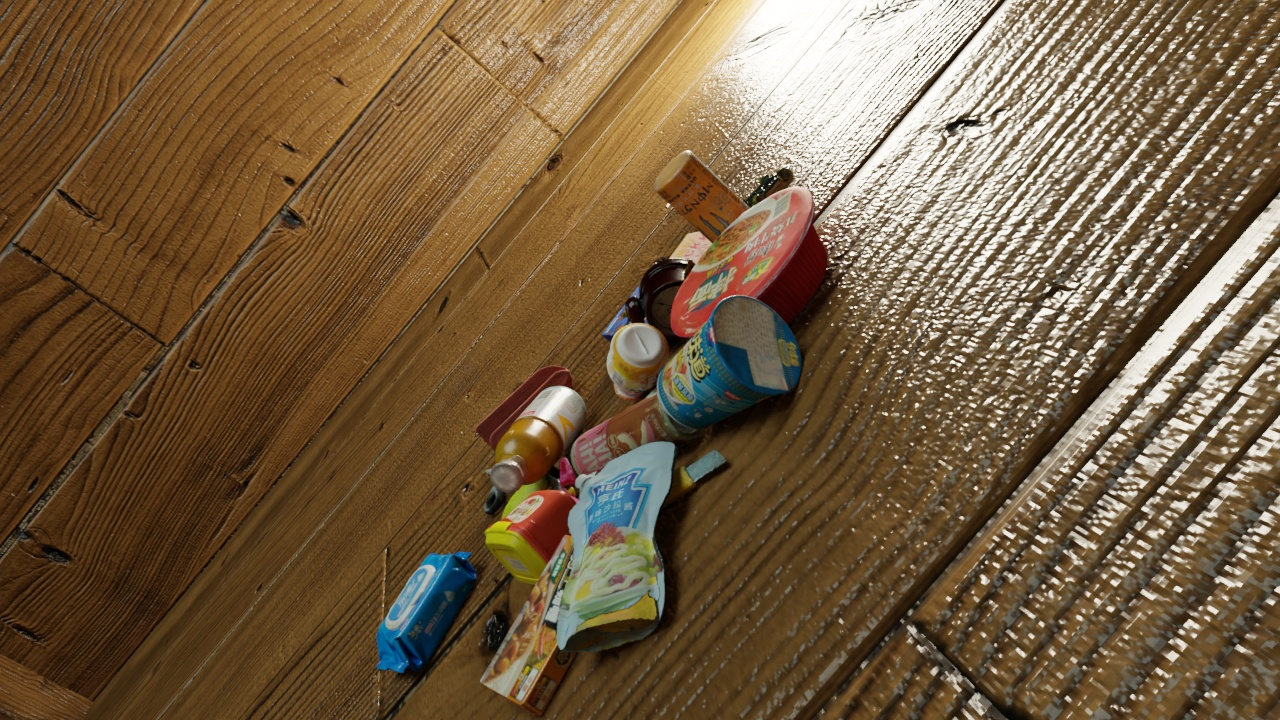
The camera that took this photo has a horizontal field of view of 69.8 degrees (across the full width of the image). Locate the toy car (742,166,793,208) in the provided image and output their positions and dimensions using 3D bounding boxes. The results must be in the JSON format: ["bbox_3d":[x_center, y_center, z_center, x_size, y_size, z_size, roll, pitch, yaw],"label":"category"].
[{"bbox_3d":[0.151,-0.196,1.099,0.090,0.035,0.042,-52,20,-21],"label":"toy car"}]

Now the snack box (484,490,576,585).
[{"bbox_3d":[-0.097,0.176,0.916,0.080,0.082,0.091,-45,16,-29],"label":"snack box"}]

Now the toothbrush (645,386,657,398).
[{"bbox_3d":[0.042,0.010,0.989,0.189,0.021,0.029,-52,-13,-8],"label":"toothbrush"}]

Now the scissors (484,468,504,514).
[{"bbox_3d":[-0.187,0.153,1.236,0.160,0.014,0.170,-35,23,38],"label":"scissors"}]

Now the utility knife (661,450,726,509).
[{"bbox_3d":[0.009,0.133,0.843,0.193,0.015,0.033,-38,43,31],"label":"utility knife"}]

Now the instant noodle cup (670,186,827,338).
[{"bbox_3d":[0.118,-0.082,0.921,0.194,0.066,0.193,-43,21,21],"label":"instant noodle cup"}]

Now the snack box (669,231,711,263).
[{"bbox_3d":[0.077,-0.125,1.145,0.084,0.026,0.157,-55,20,-12],"label":"snack box"}]

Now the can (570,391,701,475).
[{"bbox_3d":[-0.006,0.077,0.914,0.148,0.058,0.057,-32,27,42],"label":"can"}]

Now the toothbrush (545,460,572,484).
[{"bbox_3d":[-0.054,0.091,1.056,0.190,0.018,0.014,-39,16,24],"label":"toothbrush"}]

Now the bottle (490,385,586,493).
[{"bbox_3d":[-0.119,0.091,1.058,0.068,0.068,0.189,-40,6,26],"label":"bottle"}]

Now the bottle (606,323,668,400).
[{"bbox_3d":[-0.006,0.006,1.007,0.063,0.063,0.109,-61,-6,-28],"label":"bottle"}]

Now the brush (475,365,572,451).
[{"bbox_3d":[-0.147,0.064,1.225,0.145,0.063,0.069,-44,6,-11],"label":"brush"}]

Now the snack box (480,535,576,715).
[{"bbox_3d":[-0.078,0.233,0.820,0.075,0.026,0.153,0,52,52],"label":"snack box"}]

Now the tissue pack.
[{"bbox_3d":[-0.255,0.292,1.075,0.095,0.052,0.156,-18,37,57],"label":"tissue pack"}]

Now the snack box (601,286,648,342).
[{"bbox_3d":[0.011,-0.057,1.165,0.084,0.026,0.157,-54,20,-12],"label":"snack box"}]

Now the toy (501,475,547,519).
[{"bbox_3d":[-0.138,0.179,1.056,0.097,0.031,0.100,-50,20,7],"label":"toy"}]

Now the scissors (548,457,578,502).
[{"bbox_3d":[-0.088,0.130,1.003,0.017,0.077,0.138,-11,8,-16],"label":"scissors"}]

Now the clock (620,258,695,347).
[{"bbox_3d":[0.032,-0.061,1.048,0.122,0.082,0.055,-41,28,19],"label":"clock"}]

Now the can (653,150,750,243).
[{"bbox_3d":[0.084,-0.165,1.021,0.058,0.146,0.058,-43,21,21],"label":"can"}]

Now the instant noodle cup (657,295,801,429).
[{"bbox_3d":[0.072,0.009,0.827,0.110,0.099,0.099,-40,21,47],"label":"instant noodle cup"}]

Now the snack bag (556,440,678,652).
[{"bbox_3d":[-0.020,0.154,0.791,0.111,0.039,0.190,-30,34,27],"label":"snack bag"}]
